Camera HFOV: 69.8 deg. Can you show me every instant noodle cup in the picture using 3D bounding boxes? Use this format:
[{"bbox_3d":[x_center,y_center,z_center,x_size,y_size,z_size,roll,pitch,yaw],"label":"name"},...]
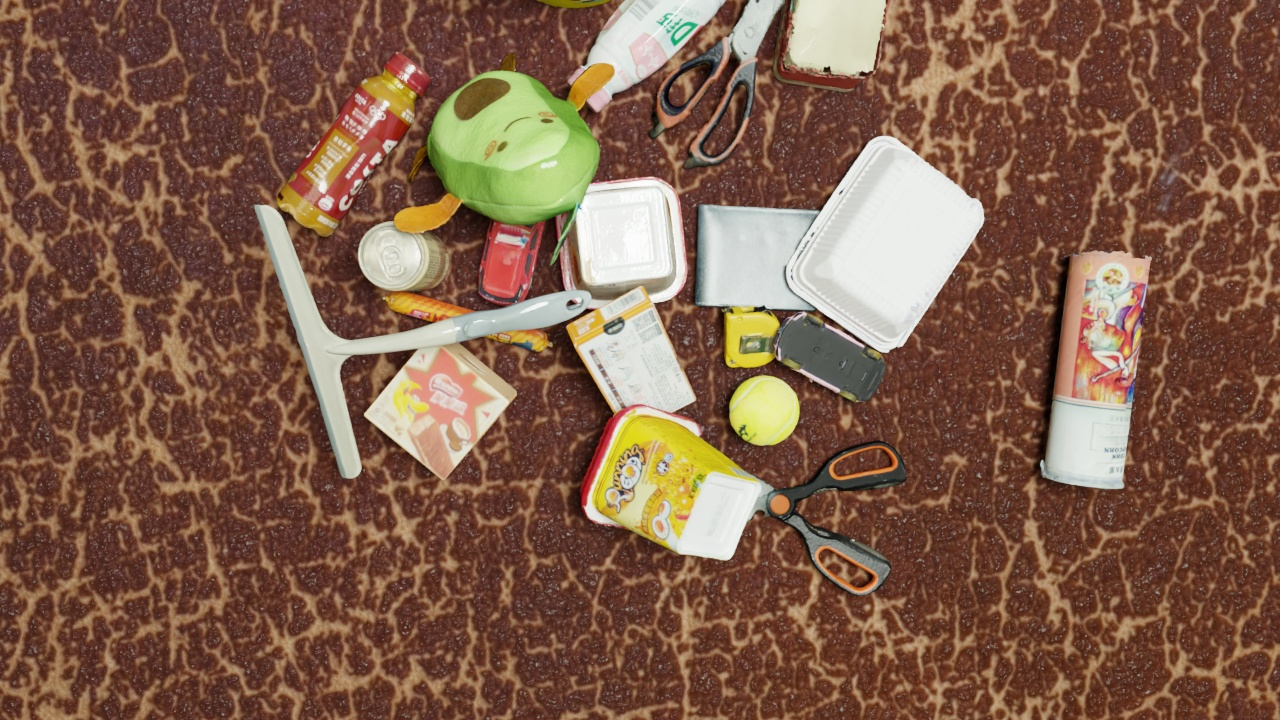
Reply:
[{"bbox_3d":[-0.016,-0.106,0.810,0.116,0.124,0.116,-7,94,-2],"label":"instant noodle cup"},{"bbox_3d":[0.029,0.113,0.812,0.116,0.124,0.116,19,95,-44],"label":"instant noodle cup"},{"bbox_3d":[0.233,-0.109,0.843,0.138,0.060,0.173,34,88,-7],"label":"instant noodle cup"}]

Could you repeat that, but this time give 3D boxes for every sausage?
[{"bbox_3d":[-0.162,-0.037,0.863,0.165,0.021,0.021,16,94,-3],"label":"sausage"}]

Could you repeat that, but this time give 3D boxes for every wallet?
[{"bbox_3d":[0.112,-0.097,0.868,0.121,0.019,0.097,2,94,-4],"label":"wallet"}]

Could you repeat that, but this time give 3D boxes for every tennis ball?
[{"bbox_3d":[0.115,0.047,0.855,0.065,0.065,0.065,0,94,-2],"label":"tennis ball"}]

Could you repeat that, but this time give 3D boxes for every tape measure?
[{"bbox_3d":[0.105,-0.021,0.859,0.057,0.028,0.060,-3,117,-2],"label":"tape measure"}]

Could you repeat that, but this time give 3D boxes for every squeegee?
[{"bbox_3d":[-0.160,-0.025,0.751,0.246,0.039,0.247,-10,113,-3],"label":"squeegee"}]

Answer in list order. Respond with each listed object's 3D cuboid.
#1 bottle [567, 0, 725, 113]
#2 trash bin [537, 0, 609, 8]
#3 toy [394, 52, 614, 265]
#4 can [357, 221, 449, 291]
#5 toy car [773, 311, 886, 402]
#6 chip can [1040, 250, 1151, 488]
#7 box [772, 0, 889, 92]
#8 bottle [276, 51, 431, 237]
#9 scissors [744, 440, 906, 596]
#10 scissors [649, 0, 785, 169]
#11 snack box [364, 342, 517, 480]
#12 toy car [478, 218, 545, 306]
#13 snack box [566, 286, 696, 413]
[{"bbox_3d":[0.016,-0.307,0.827,0.068,0.068,0.197,44,95,-4],"label":"bottle"},{"bbox_3d":[-0.058,-0.407,0.720,0.229,0.255,0.229,0,94,-2],"label":"trash bin"},{"bbox_3d":[-0.112,-0.179,0.762,0.227,0.247,0.090,-43,134,-7],"label":"toy"},{"bbox_3d":[-0.207,-0.090,0.810,0.058,0.116,0.058,0,94,-2],"label":"can"},{"bbox_3d":[0.176,-0.003,0.861,0.122,0.037,0.056,27,91,-22],"label":"toy car"},{"bbox_3d":[0.426,0.008,0.859,0.071,0.071,0.215,5,94,-2],"label":"chip can"},{"bbox_3d":[0.176,-0.336,0.821,0.091,0.079,0.168,8,94,-3],"label":"box"},{"bbox_3d":[-0.256,-0.197,0.830,0.057,0.057,0.175,37,92,-4],"label":"bottle"},{"bbox_3d":[0.157,0.137,0.889,0.224,0.021,0.221,-41,89,0],"label":"scissors"},{"bbox_3d":[0.077,-0.284,0.822,0.195,0.015,0.206,-9,108,14],"label":"scissors"},{"bbox_3d":[-0.180,0.039,0.840,0.093,0.077,0.094,40,92,-4],"label":"snack box"},{"bbox_3d":[-0.117,-0.110,0.848,0.053,0.045,0.120,12,92,-4],"label":"toy car"},{"bbox_3d":[-0.005,0.005,0.818,0.075,0.154,0.026,-27,51,0],"label":"snack box"}]
